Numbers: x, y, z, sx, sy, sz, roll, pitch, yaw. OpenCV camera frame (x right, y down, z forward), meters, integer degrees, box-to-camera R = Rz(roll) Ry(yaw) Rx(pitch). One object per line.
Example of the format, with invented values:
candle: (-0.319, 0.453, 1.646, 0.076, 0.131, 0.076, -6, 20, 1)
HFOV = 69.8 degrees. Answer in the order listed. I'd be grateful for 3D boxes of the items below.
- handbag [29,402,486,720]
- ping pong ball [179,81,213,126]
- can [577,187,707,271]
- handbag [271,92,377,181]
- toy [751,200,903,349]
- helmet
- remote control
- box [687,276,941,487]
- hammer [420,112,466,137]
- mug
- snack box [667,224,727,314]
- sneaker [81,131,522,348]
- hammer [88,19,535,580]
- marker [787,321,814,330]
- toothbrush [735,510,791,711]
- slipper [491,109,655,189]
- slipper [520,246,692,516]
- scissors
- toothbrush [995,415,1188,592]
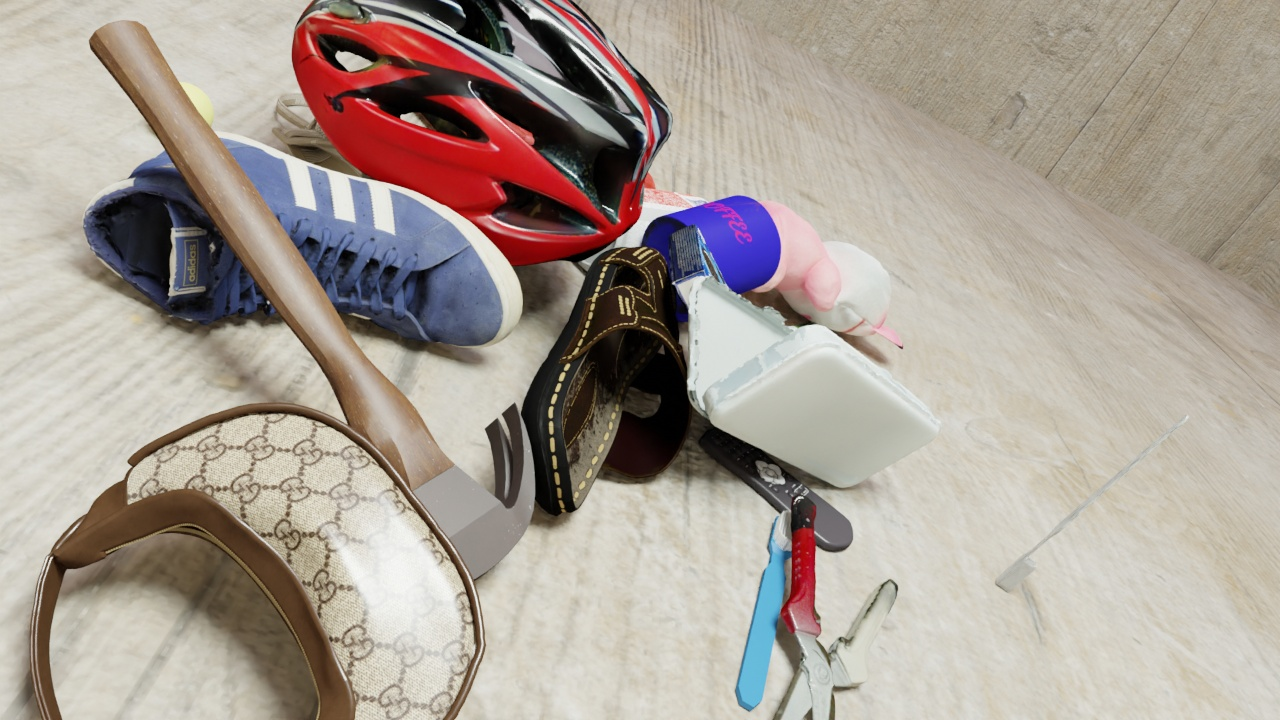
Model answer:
handbag: (-0.137, 0.101, 0.336, 0.138, 0.063, 0.166, -33, 74, -29)
ping pong ball: (-0.323, -0.176, 0.647, 0.040, 0.040, 0.040, 22, 29, -13)
can: (0.009, -0.111, 0.809, 0.136, 0.078, 0.078, -2, 41, -44)
handbag: (-0.217, -0.175, 0.749, 0.198, 0.062, 0.175, 34, 27, 27)
toy: (0.168, -0.086, 0.893, 0.213, 0.084, 0.142, 24, 18, -33)
helmet: (-0.108, -0.184, 0.636, 0.272, 0.167, 0.216, 37, 31, 3)
remote control: (0.096, 0.086, 0.638, 0.124, 0.009, 0.046, 39, 29, 18)
box: (0.104, 0.003, 0.630, 0.215, 0.107, 0.124, 31, 28, -49)
hammer: (-0.211, -0.249, 0.878, 0.137, 0.035, 0.314, -2, 42, -48)
mug: (0.053, -0.077, 0.759, 0.083, 0.111, 0.079, -22, 57, -36)
snack box: (0.063, -0.019, 0.675, 0.150, 0.027, 0.082, 59, 14, -29)
sneaker: (-0.188, -0.056, 0.520, 0.233, 0.092, 0.118, 27, 24, -4)
hammer: (-0.166, -0.031, 0.449, 0.323, 0.033, 0.115, 54, 42, 3)
marker: (0.119, -0.021, 0.828, 0.017, 0.017, 0.146, 44, 31, 26)
toothbrush: (0.077, 0.137, 0.532, 0.016, 0.014, 0.166, 30, 29, 1)
slipper: (-0.057, -0.200, 0.862, 0.248, 0.059, 0.103, 19, 22, -41)
slipper: (-0.004, 0.003, 0.585, 0.076, 0.113, 0.267, 2, 27, 14)
scissors: (0.108, 0.151, 0.525, 0.179, 0.015, 0.187, 15, 44, -41)
toothbrush: (0.306, 0.102, 0.624, 0.010, 0.182, 0.010, 37, 34, 7)
